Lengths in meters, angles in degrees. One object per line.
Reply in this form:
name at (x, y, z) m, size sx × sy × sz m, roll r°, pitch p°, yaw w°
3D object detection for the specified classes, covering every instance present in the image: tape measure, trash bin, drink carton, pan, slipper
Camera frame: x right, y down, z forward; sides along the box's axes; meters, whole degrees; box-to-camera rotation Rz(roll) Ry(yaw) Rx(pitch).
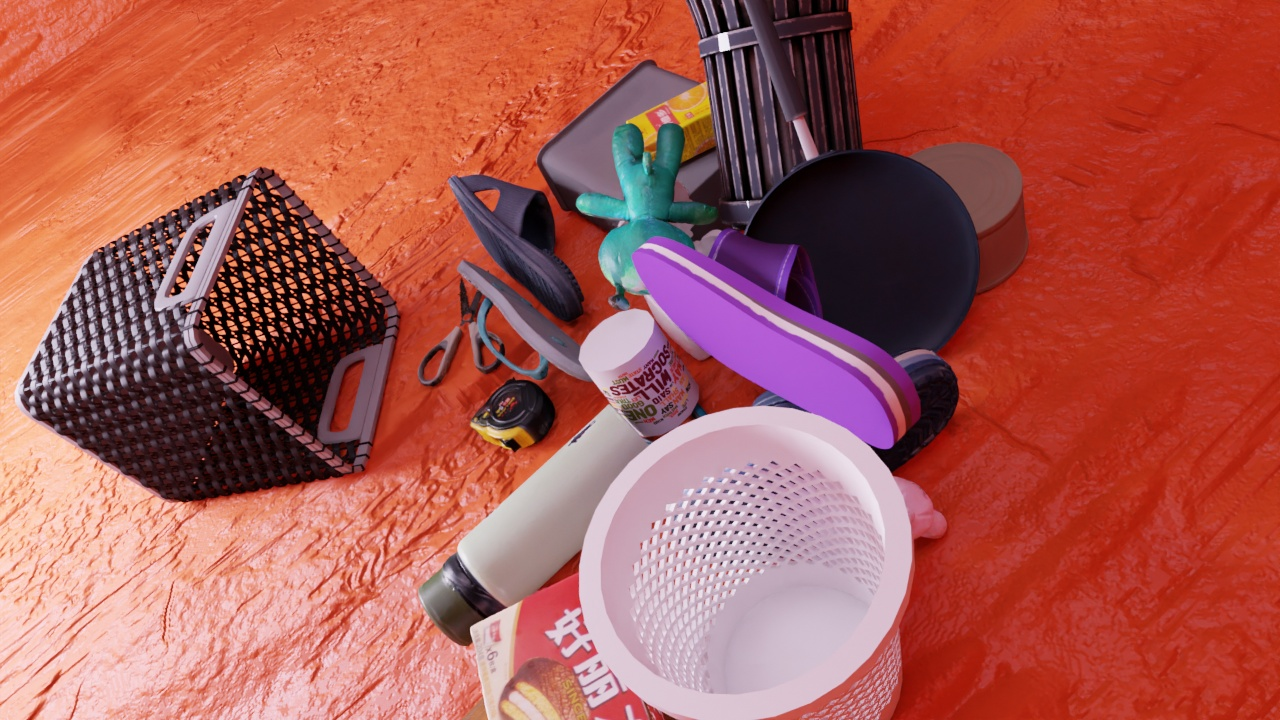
tape measure at (-0.122, 0.054, 0.902) m, size 0.072 × 0.042 × 0.071 m, roll 22°, pitch 64°, yaw 42°
trash bin at (0.089, 0.166, 0.598) m, size 0.196 × 0.200 × 0.195 m, roll -13°, pitch 49°, yaw 16°
trash bin at (0.126, -0.241, 0.819) m, size 0.164 × 0.227 × 0.164 m, roll -10°, pitch 14°, yaw 2°
trash bin at (0.028, -0.218, 1.014) m, size 0.191 × 0.098 × 0.220 m, roll -44°, pitch 49°, yaw -12°
drink carton at (0.058, -0.243, 0.929) m, size 0.134 × 0.043 × 0.058 m, roll -26°, pitch 47°, yaw 2°
pan at (0.151, -0.147, 0.757) m, size 0.199 × 0.356 × 0.021 m, roll -21°, pitch 14°, yaw 12°
slipper at (0.112, -0.037, 0.689) m, size 0.084 × 0.107 × 0.266 m, roll -42°, pitch 44°, yaw -14°
slipper at (-0.122, -0.028, 0.949) m, size 0.055 × 0.098 × 0.269 m, roll -57°, pitch 39°, yaw 8°
slipper at (-0.123, -0.139, 1.029) m, size 0.082 × 0.101 × 0.263 m, roll -35°, pitch 52°, yaw -15°
slipper at (0.131, 0.069, 0.729) m, size 0.252 × 0.105 × 0.095 m, roll -30°, pitch 43°, yaw -4°

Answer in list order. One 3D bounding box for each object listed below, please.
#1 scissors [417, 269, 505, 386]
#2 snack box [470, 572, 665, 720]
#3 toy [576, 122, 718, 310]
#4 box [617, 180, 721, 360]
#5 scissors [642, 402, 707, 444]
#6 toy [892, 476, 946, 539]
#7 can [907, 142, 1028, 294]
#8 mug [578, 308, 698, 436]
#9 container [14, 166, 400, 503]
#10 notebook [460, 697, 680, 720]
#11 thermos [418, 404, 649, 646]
scissors at (-0.192, -0.033, 1.026) m, size 0.162 × 0.012 × 0.158 m, roll 25°, pitch 66°, yaw 38°
snack box at (-0.038, 0.273, 0.646) m, size 0.113 × 0.060 × 0.236 m, roll -26°, pitch 47°, yaw 2°
toy at (0.007, -0.128, 0.820) m, size 0.130 × 0.072 × 0.193 m, roll 0°, pitch 76°, yaw -2°
box at (0.046, -0.099, 0.880) m, size 0.108 × 0.137 × 0.128 m, roll -35°, pitch 48°, yaw -8°
scissors at (0.051, 0.072, 0.817) m, size 0.157 × 0.019 × 0.124 m, roll -6°, pitch 50°, yaw 23°
toy at (0.183, 0.110, 0.666) m, size 0.064 × 0.110 × 0.047 m, roll 1°, pitch 77°, yaw 28°
can at (0.282, -0.128, 0.832) m, size 0.128 × 0.073 × 0.127 m, roll -13°, pitch 49°, yaw 16°
mug at (-0.005, 0.005, 0.833) m, size 0.073 × 0.089 × 0.105 m, roll -35°, pitch 35°, yaw 0°
container at (-0.445, -0.010, 0.974) m, size 0.244 × 0.246 × 0.246 m, roll -15°, pitch 48°, yaw 18°
notebook at (-0.037, 0.318, 0.662) m, size 0.178 × 0.014 × 0.249 m, roll -44°, pitch 48°, yaw -13°
thermos at (-0.083, 0.145, 0.781) m, size 0.231 × 0.082 × 0.082 m, roll -43°, pitch 48°, yaw -5°
